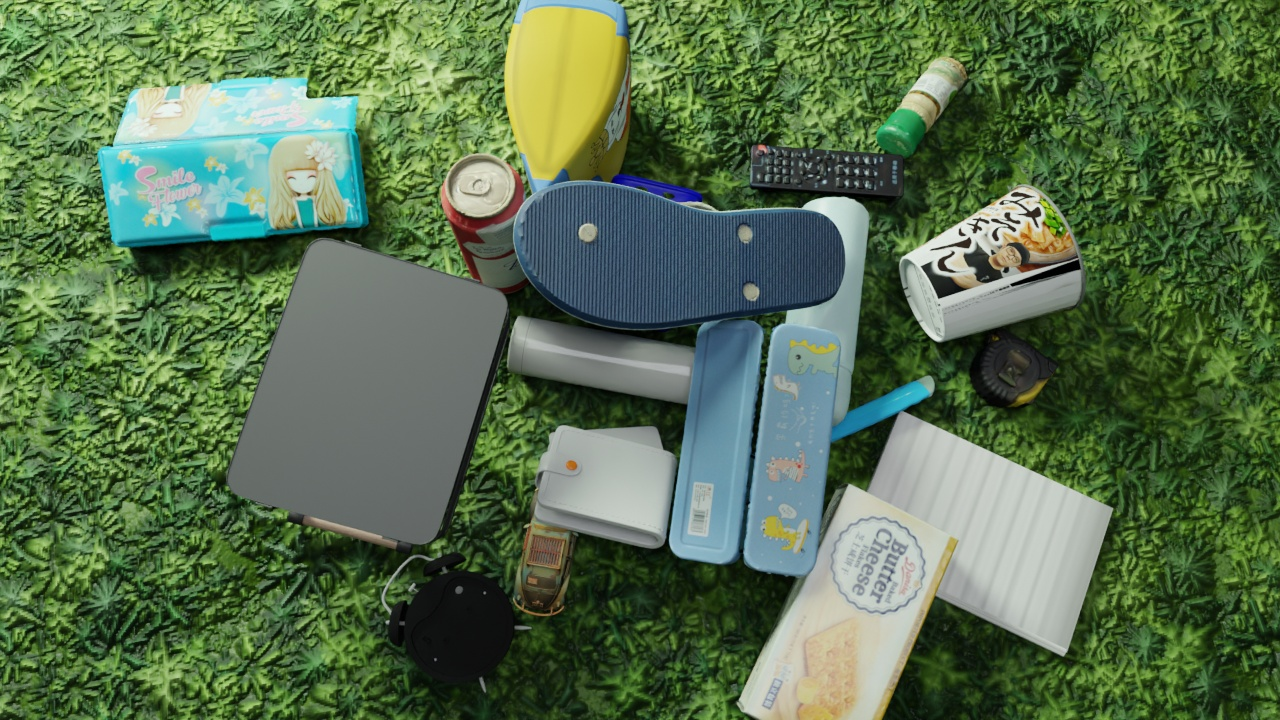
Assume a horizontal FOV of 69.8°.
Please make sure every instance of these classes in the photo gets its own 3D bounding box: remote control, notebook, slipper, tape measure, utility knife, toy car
[{"bbox_3d":[0.182,-0.183,0.903,0.150,0.022,0.047,5,76,0],"label":"remote control"},{"bbox_3d":[0.305,0.153,0.826,0.210,0.009,0.142,25,75,4],"label":"notebook"},{"bbox_3d":[0.036,-0.083,0.769,0.294,0.060,0.118,-1,85,-20],"label":"slipper"},{"bbox_3d":[0.340,0.010,0.850,0.067,0.038,0.062,38,77,7],"label":"tape measure"},{"bbox_3d":[0.196,0.055,0.842,0.174,0.031,0.015,-22,118,-7],"label":"utility knife"},{"bbox_3d":[-0.079,0.161,0.786,0.047,0.047,0.111,10,71,-2],"label":"toy car"}]

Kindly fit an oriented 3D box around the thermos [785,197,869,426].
[{"bbox_3d":[0.167,-0.043,0.840,0.065,0.078,0.206,-1,71,31],"label":"thermos"}]

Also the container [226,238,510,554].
[{"bbox_3d":[-0.212,0.031,0.756,0.163,0.130,0.241,16,80,-5],"label":"container"}]

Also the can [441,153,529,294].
[{"bbox_3d":[-0.127,-0.114,0.792,0.067,0.170,0.067,0,74,-2],"label":"can"}]

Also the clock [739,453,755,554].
[{"bbox_3d":[0.094,0.126,0.801,0.124,0.053,0.090,9,76,0],"label":"clock"}]

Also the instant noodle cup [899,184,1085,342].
[{"bbox_3d":[0.313,-0.079,0.838,0.122,0.123,0.123,-23,77,1],"label":"instant noodle cup"}]

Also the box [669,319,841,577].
[{"bbox_3d":[0.096,0.068,0.763,0.127,0.034,0.209,6,81,13],"label":"box"}]

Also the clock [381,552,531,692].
[{"bbox_3d":[-0.159,0.214,0.771,0.121,0.043,0.091,34,76,6],"label":"clock"}]

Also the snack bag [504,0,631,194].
[{"bbox_3d":[-0.068,-0.193,0.822,0.102,0.159,0.205,7,77,3],"label":"snack bag"}]

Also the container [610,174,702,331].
[{"bbox_3d":[0.002,-0.095,0.839,0.085,0.084,0.113,12,76,-1],"label":"container"}]

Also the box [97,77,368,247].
[{"bbox_3d":[-0.378,-0.198,0.860,0.227,0.072,0.181,-5,77,-4],"label":"box"}]

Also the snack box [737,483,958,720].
[{"bbox_3d":[0.174,0.219,0.770,0.104,0.057,0.207,27,80,4],"label":"snack box"}]

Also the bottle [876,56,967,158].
[{"bbox_3d":[0.281,-0.252,0.915,0.043,0.043,0.111,37,75,7],"label":"bottle"}]

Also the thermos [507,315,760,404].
[{"bbox_3d":[-0.005,0.005,0.828,0.224,0.052,0.052,10,75,0],"label":"thermos"}]

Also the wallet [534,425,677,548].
[{"bbox_3d":[-0.029,0.097,0.801,0.118,0.038,0.115,14,47,-2],"label":"wallet"}]
